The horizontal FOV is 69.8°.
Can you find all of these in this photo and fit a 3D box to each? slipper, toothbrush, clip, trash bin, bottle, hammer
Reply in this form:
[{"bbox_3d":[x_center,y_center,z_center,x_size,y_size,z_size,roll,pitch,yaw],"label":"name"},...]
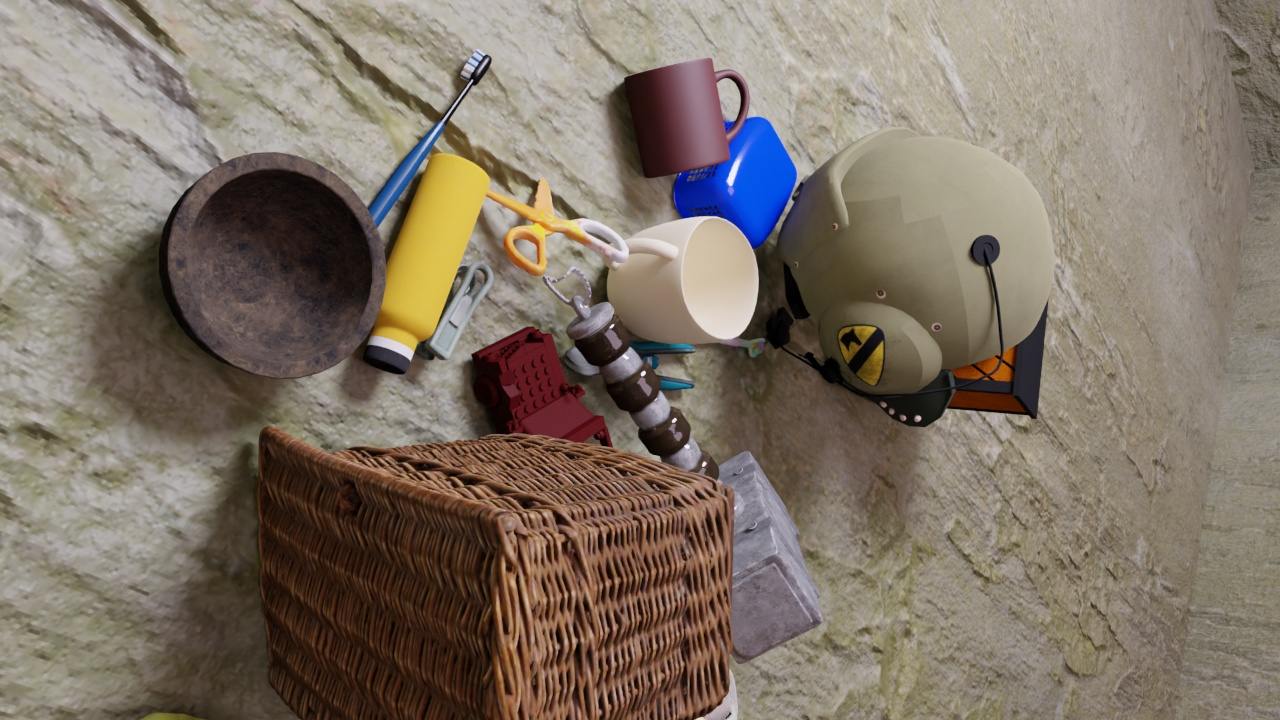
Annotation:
[{"bbox_3d":[0.051,0.398,0.807,0.115,0.052,0.263,11,84,-48],"label":"slipper"},{"bbox_3d":[0.065,-0.021,0.838,0.154,0.015,0.022,9,116,-47],"label":"toothbrush"},{"bbox_3d":[-0.127,-0.035,0.624,0.023,0.044,0.076,46,59,-39],"label":"clip"},{"bbox_3d":[-0.144,-0.145,0.612,0.014,0.014,0.167,30,67,-7],"label":"toothbrush"},{"bbox_3d":[0.333,-0.024,0.991,0.139,0.172,0.139,23,73,-58],"label":"trash bin"},{"bbox_3d":[-0.141,-0.062,0.596,0.043,0.043,0.143,32,68,-42],"label":"bottle"},{"bbox_3d":[0.023,0.062,0.712,0.326,0.079,0.176,56,10,-18],"label":"hammer"}]

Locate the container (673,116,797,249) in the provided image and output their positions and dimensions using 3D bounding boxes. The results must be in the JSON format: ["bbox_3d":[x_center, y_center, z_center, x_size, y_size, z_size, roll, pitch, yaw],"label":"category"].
[{"bbox_3d":[0.091,-0.159,0.831,0.096,0.058,0.114,51,56,-35],"label":"container"}]

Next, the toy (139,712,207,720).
[{"bbox_3d":[-0.251,0.244,0.481,0.090,0.051,0.109,39,66,-37],"label":"toy"}]

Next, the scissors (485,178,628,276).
[{"bbox_3d":[-0.063,-0.096,0.652,0.131,0.011,0.125,17,38,-20],"label":"scissors"}]

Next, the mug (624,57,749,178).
[{"bbox_3d":[0.045,-0.203,0.760,0.105,0.073,0.082,-18,105,-20],"label":"mug"}]

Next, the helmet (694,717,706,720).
[{"bbox_3d":[-0.027,0.337,0.599,0.242,0.213,0.247,-33,97,-18],"label":"helmet"}]

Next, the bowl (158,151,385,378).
[{"bbox_3d":[-0.210,-0.051,0.513,0.121,0.056,0.121,-1,92,-47],"label":"bowl"}]

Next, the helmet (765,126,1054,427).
[{"bbox_3d":[0.235,-0.089,0.827,0.249,0.256,0.233,-34,115,-38],"label":"helmet"}]

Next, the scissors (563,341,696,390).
[{"bbox_3d":[-0.002,-0.003,0.766,0.145,0.019,0.133,-54,124,-30],"label":"scissors"}]

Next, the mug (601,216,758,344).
[{"bbox_3d":[0.018,-0.065,0.726,0.120,0.100,0.096,28,69,-42],"label":"mug"}]

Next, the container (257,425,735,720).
[{"bbox_3d":[-0.077,0.122,0.508,0.182,0.250,0.162,-6,99,-43],"label":"container"}]

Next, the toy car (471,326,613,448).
[{"bbox_3d":[-0.063,0.064,0.669,0.070,0.062,0.170,-31,113,-42],"label":"toy car"}]
